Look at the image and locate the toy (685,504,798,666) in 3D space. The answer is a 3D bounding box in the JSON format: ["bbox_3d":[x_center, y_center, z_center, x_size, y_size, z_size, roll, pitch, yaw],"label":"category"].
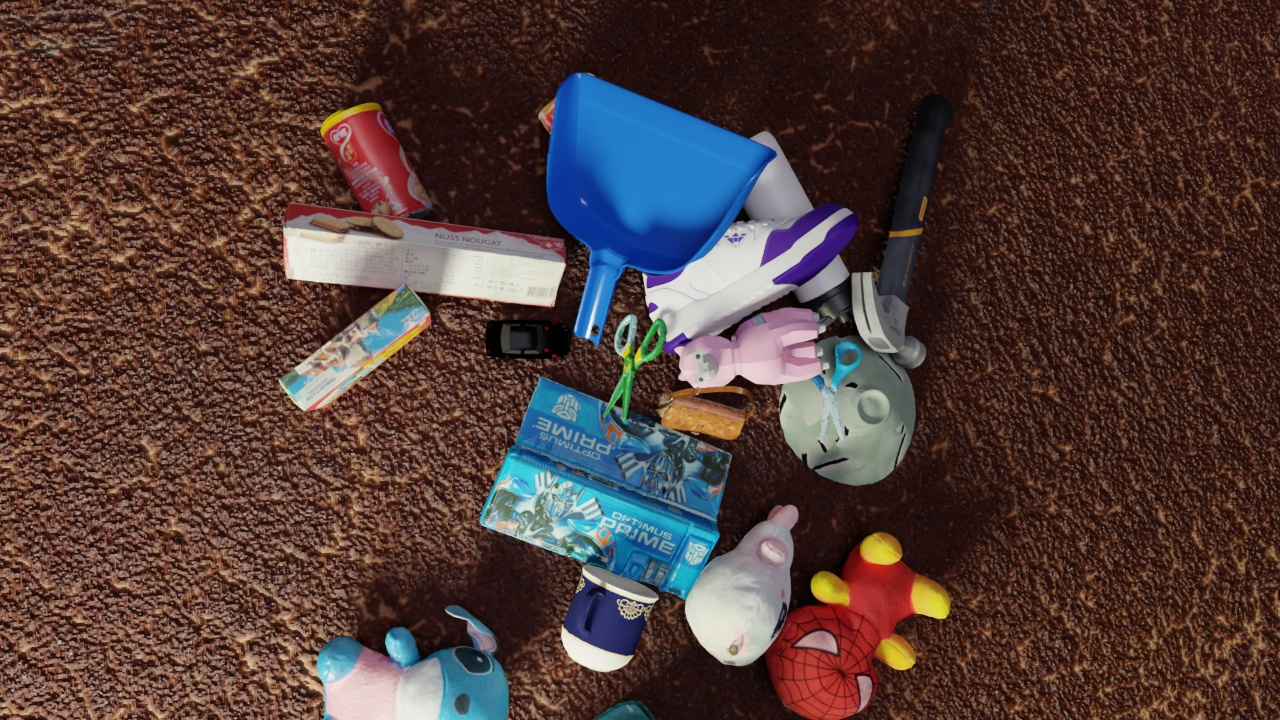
[{"bbox_3d":[0.118,0.234,0.977,0.101,0.139,0.179,30,72,8],"label":"toy"}]

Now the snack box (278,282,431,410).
[{"bbox_3d":[-0.273,-0.011,0.896,0.144,0.143,0.040,-40,97,-10],"label":"snack box"}]

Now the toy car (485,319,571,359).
[{"bbox_3d":[-0.119,-0.023,0.982,0.091,0.036,0.042,1,88,-12],"label":"toy car"}]

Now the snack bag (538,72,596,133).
[{"bbox_3d":[-0.036,-0.235,1.011,0.087,0.044,0.155,-41,103,3],"label":"snack bag"}]

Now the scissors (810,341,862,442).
[{"bbox_3d":[0.198,0.037,1.015,0.083,0.016,0.134,2,62,20],"label":"scissors"}]

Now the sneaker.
[{"bbox_3d":[0.106,-0.113,0.981,0.244,0.091,0.111,-32,78,15],"label":"sneaker"}]

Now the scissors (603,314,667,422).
[{"bbox_3d":[-0.016,0.006,0.991,0.012,0.108,0.132,21,105,-36],"label":"scissors"}]

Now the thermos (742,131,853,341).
[{"bbox_3d":[0.158,-0.134,1.031,0.101,0.068,0.230,-31,95,2],"label":"thermos"}]

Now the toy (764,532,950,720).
[{"bbox_3d":[0.229,0.298,1.011,0.216,0.099,0.147,-43,86,-11],"label":"toy"}]

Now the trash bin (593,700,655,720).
[{"bbox_3d":[-0.007,0.507,0.916,0.196,0.199,0.218,-33,101,-10],"label":"trash bin"}]

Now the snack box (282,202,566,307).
[{"bbox_3d":[-0.216,-0.105,0.931,0.272,0.077,0.044,5,52,-16],"label":"snack box"}]

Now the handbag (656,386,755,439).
[{"bbox_3d":[0.077,0.051,0.939,0.093,0.196,0.043,15,79,-8],"label":"handbag"}]

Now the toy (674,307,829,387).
[{"bbox_3d":[0.117,-0.011,0.975,0.157,0.123,0.067,-7,104,5],"label":"toy"}]

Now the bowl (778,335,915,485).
[{"bbox_3d":[0.250,0.055,1.040,0.174,0.068,0.174,1,85,-11],"label":"bowl"}]

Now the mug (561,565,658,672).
[{"bbox_3d":[-0.042,0.272,0.953,0.086,0.111,0.089,20,86,25],"label":"mug"}]

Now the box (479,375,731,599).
[{"bbox_3d":[-0.027,0.138,0.985,0.243,0.060,0.175,22,83,-10],"label":"box"}]

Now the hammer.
[{"bbox_3d":[0.313,-0.160,1.057,0.139,0.035,0.312,29,73,-41],"label":"hammer"}]

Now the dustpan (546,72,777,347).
[{"bbox_3d":[-0.013,-0.135,0.956,0.246,0.059,0.258,28,119,23],"label":"dustpan"}]

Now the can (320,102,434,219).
[{"bbox_3d":[-0.270,-0.195,0.943,0.066,0.067,0.124,-28,94,-11],"label":"can"}]

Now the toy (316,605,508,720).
[{"bbox_3d":[-0.228,0.358,0.915,0.191,0.099,0.223,4,73,-6],"label":"toy"}]
